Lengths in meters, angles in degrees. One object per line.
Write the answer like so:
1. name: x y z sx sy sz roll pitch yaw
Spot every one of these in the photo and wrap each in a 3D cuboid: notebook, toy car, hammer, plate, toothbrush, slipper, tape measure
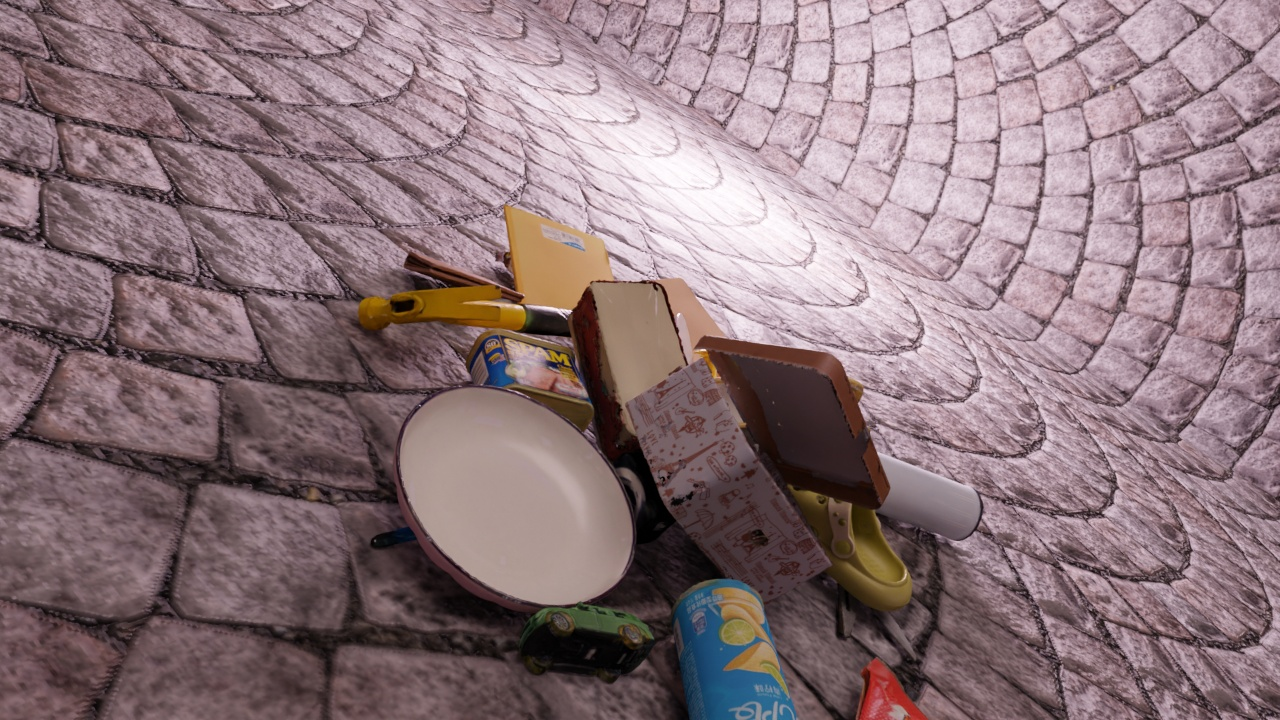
1. notebook: 0.042 -0.044 1.153 0.148 0.008 0.207 55 29 14
2. toy car: -0.036 0.180 0.593 0.091 0.043 0.036 17 29 -33
3. notebook: -0.088 -0.097 1.086 0.145 0.010 0.206 16 41 -31
4. hammer: -0.120 -0.042 0.900 0.129 0.033 0.300 -4 -4 33
5. plate: -0.092 0.102 0.660 0.192 0.039 0.192 27 33 -20
6. toothbrush: -0.117 0.115 0.671 0.189 0.016 0.014 -6 51 -51
7. slipper: 0.184 0.145 0.852 0.190 0.082 0.091 43 27 19
8. tape measure: -0.007 0.114 0.734 0.033 0.066 0.065 10 45 -44

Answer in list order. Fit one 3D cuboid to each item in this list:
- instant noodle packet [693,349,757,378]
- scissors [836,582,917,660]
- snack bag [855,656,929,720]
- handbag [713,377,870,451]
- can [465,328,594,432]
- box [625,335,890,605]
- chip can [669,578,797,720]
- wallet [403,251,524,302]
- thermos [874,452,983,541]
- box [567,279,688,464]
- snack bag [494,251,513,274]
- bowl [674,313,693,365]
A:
1. instant noodle packet: 0.115 0.046 1.008 0.128 0.044 0.110 20 55 -30
2. scissors: 0.196 0.196 0.884 0.188 0.015 0.225 3 36 -49
3. snack bag: 0.191 0.293 0.621 0.128 0.073 0.207 40 19 11
4. handbag: 0.131 0.070 0.918 0.163 0.179 0.063 0 65 -1
5. can: -0.098 0.025 0.822 0.102 0.057 0.083 16 29 -31
6. box: 0.108 0.074 0.745 0.182 0.166 0.150 53 10 -39
7. chip can: 0.067 0.233 0.572 0.071 0.071 0.210 23 23 -18
8. wallet: -0.182 -0.084 0.938 0.101 0.020 0.115 18 1 -27
9. thermos: 0.277 0.141 1.033 0.224 0.073 0.073 21 25 -21
10. box: -0.005 0.005 0.852 0.091 0.078 0.168 -2 61 -25
11. snack bag: -0.125 -0.106 1.100 0.104 0.026 0.048 24 19 -16
12. bowl: 0.019 0.013 0.961 0.065 0.118 0.118 -7 21 10
